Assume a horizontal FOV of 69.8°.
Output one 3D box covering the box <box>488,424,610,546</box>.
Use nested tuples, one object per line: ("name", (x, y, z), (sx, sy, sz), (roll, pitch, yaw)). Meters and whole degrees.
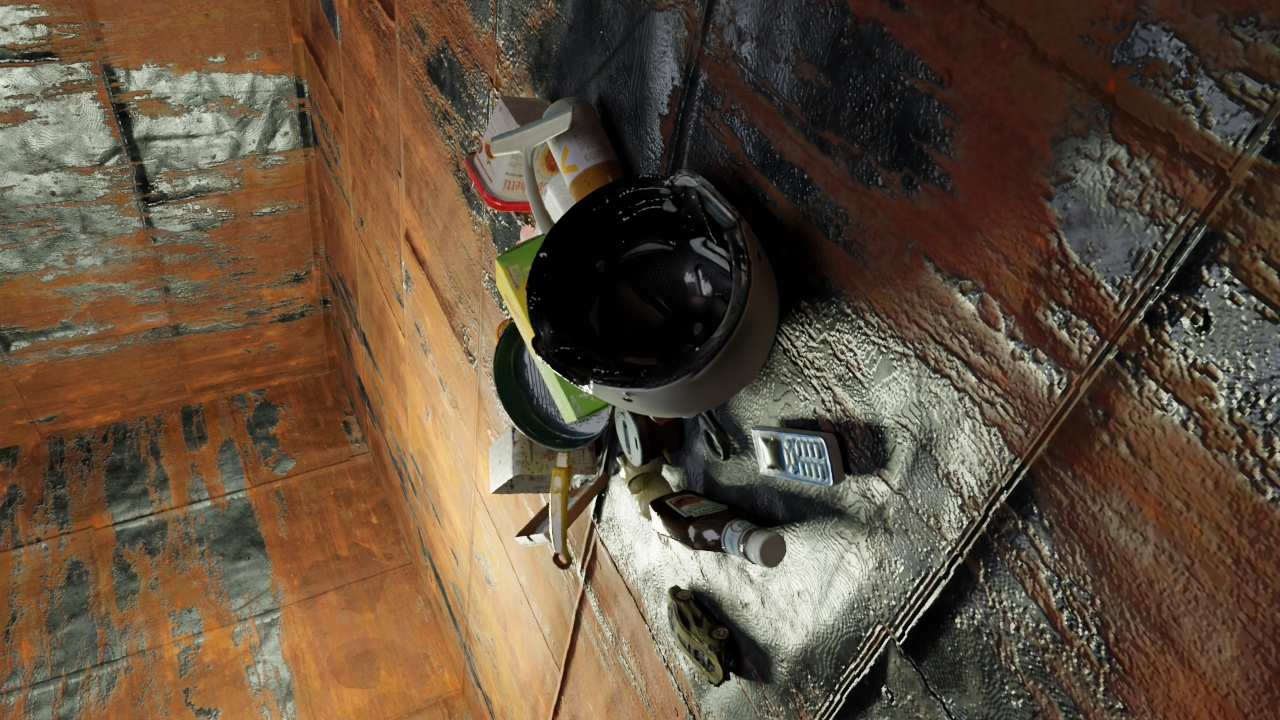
("box", (-0.140, 0.199, 1.379), (0.183, 0.152, 0.174), (141, 130, -63))

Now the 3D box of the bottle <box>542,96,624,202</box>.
("bottle", (-0.054, -0.217, 1.073), (0.189, 0.067, 0.068), (65, 153, 14))

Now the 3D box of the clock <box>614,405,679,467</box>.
("clock", (0.003, 0.079, 1.127), (0.122, 0.055, 0.082), (-142, 40, -61))

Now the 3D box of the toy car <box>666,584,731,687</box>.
("toy car", (0.069, 0.345, 1.158), (0.158, 0.042, 0.070), (37, 135, 57))

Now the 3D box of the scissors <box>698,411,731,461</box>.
("scissors", (0.063, 0.041, 1.041), (0.180, 0.014, 0.159), (145, 112, -66))

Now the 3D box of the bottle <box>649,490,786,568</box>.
("bottle", (0.084, 0.182, 0.990), (0.195, 0.079, 0.044), (8, 105, 61))

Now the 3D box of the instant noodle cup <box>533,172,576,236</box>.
("instant noodle cup", (-0.089, -0.160, 1.188), (0.138, 0.060, 0.174), (62, 153, 27))

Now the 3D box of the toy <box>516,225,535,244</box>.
("toy", (-0.136, -0.113, 1.309), (0.159, 0.054, 0.121), (66, 158, 8))

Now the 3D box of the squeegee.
("squeegee", (-0.101, -0.157, 1.084), (0.247, 0.039, 0.247), (10, 125, 60))

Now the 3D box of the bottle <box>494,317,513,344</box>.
("bottle", (-0.175, -0.043, 1.431), (0.150, 0.066, 0.067), (-15, 90, 58))

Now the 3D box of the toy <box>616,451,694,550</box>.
("toy", (0.026, 0.172, 1.138), (0.157, 0.066, 0.105), (51, -172, 35))

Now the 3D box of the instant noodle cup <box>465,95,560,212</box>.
("instant noodle cup", (-0.157, -0.276, 1.218), (0.116, 0.116, 0.124), (57, 137, 34))

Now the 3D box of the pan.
("pan", (-0.110, 0.105, 1.243), (0.198, 0.078, 0.357), (1, 105, 31))

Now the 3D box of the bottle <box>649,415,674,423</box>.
("bottle", (-0.007, 0.006, 1.098), (0.175, 0.057, 0.058), (53, 147, 44))

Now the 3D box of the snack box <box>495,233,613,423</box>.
("snack box", (-0.099, -0.031, 1.097), (0.210, 0.070, 0.158), (64, 170, 1))

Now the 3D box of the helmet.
("helmet", (0.025, -0.048, 0.875), (0.157, 0.230, 0.274), (42, 177, -40))

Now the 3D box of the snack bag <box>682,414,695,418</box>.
("snack bag", (0.035, -0.031, 1.011), (0.111, 0.038, 0.191), (-60, 44, 37))

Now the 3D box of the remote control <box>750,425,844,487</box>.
("remote control", (0.148, 0.089, 0.872), (0.125, 0.024, 0.049), (0, 104, 63))
